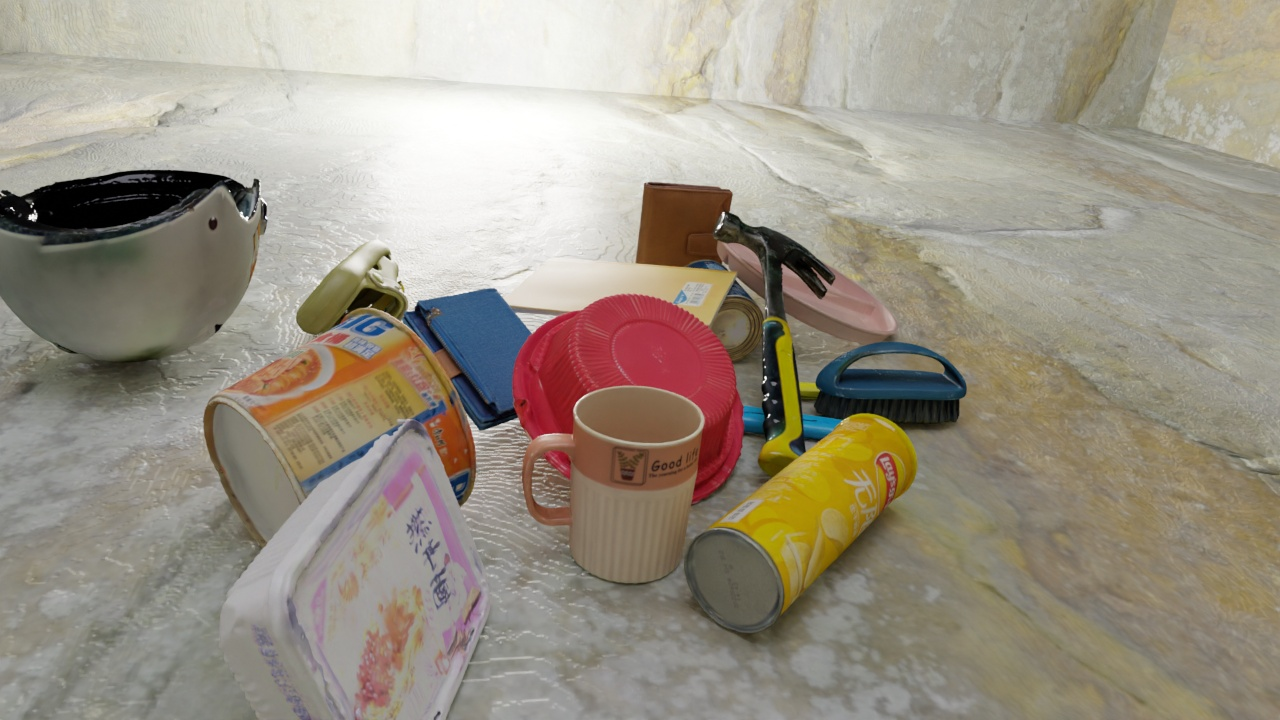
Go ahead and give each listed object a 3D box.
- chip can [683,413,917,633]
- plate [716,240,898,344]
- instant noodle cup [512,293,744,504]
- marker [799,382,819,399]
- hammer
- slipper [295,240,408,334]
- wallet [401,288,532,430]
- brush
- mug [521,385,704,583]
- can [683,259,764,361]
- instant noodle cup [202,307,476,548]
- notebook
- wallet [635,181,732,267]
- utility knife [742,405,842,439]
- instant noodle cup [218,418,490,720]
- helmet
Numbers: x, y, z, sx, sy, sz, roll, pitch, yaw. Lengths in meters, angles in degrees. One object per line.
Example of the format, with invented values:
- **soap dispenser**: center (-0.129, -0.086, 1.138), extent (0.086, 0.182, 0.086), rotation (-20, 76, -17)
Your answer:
- **chip can**: center (0.117, 0.102, 0.627), extent (0.072, 0.072, 0.212), rotation (21, 28, 31)
- **plate**: center (0.184, -0.085, 1.038), extent (0.229, 0.028, 0.229), rotation (24, 22, -11)
- **instant noodle cup**: center (0.003, 0.016, 0.706), extent (0.193, 0.066, 0.193), rotation (14, 46, -15)
- **marker**: center (0.193, 0.031, 0.878), extent (0.124, 0.015, 0.018), rotation (4, 25, -11)
- **hammer**: center (0.127, -0.020, 0.835), extent (0.126, 0.032, 0.322), rotation (19, 41, -13)
- **slipper**: center (-0.277, -0.057, 0.908), extent (0.081, 0.092, 0.190), rotation (44, 9, -12)
- **wallet**: center (-0.134, -0.004, 0.807), extent (0.106, 0.040, 0.133), rotation (-19, 60, -44)
- **brush**: center (0.230, 0.019, 0.839), extent (0.143, 0.074, 0.055), rotation (1, 20, -10)
- **mug**: center (-0.020, 0.081, 0.602), extent (0.114, 0.106, 0.081), rotation (-1, 25, -14)
- **can**: center (0.079, -0.053, 0.962), extent (0.075, 0.075, 0.111), rotation (0, 25, -13)
- **instant noodle cup**: center (-0.196, 0.055, 0.587), extent (0.151, 0.151, 0.111), rotation (24, 38, 34)
- **notebook**: center (-0.018, -0.069, 0.903), extent (0.206, 0.010, 0.145), rotation (6, 26, 15)
- **wallet**: center (0.050, -0.144, 1.093), extent (0.108, 0.132, 0.031), rotation (3, 28, -7)
- **utility knife**: center (0.123, 0.054, 0.805), extent (0.159, 0.018, 0.034), rotation (7, 23, 0)
- **instant noodle cup**: center (-0.143, 0.124, 0.468), extent (0.060, 0.138, 0.173), rotation (-13, 21, 11)
- **helmet**: center (-0.450, -0.084, 0.818), extent (0.229, 0.157, 0.274), rotation (-7, 17, -20)
